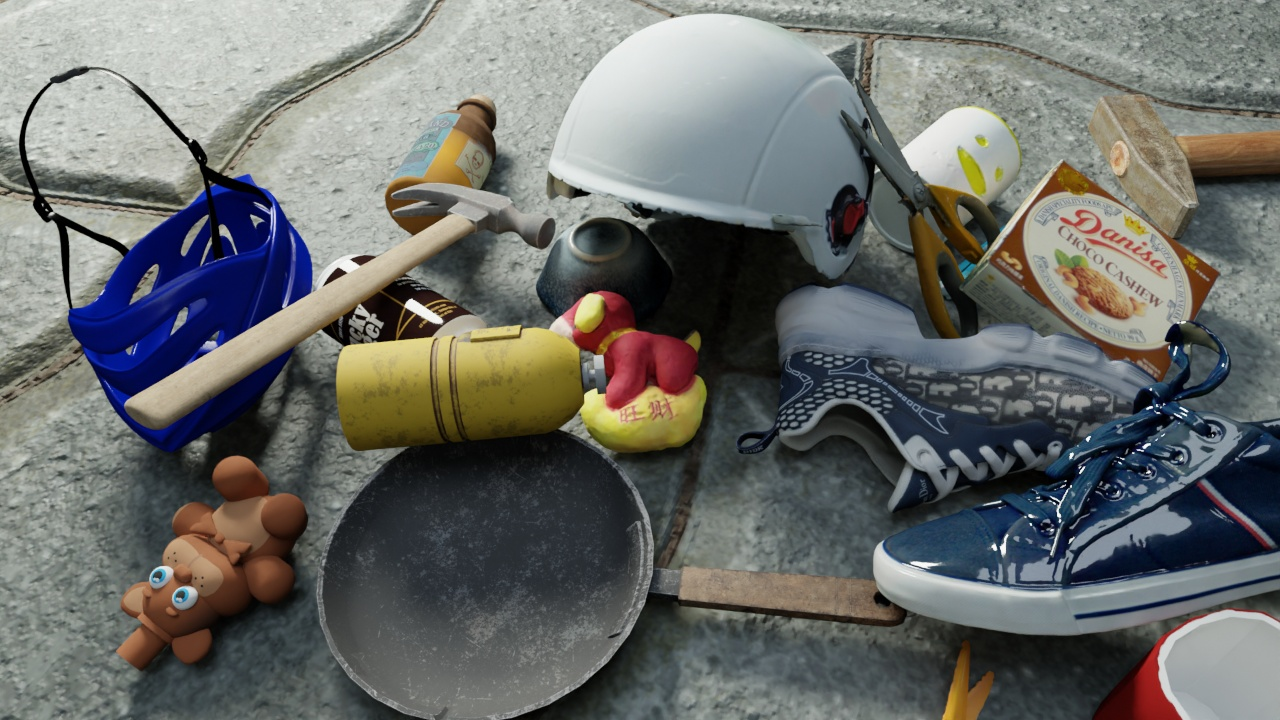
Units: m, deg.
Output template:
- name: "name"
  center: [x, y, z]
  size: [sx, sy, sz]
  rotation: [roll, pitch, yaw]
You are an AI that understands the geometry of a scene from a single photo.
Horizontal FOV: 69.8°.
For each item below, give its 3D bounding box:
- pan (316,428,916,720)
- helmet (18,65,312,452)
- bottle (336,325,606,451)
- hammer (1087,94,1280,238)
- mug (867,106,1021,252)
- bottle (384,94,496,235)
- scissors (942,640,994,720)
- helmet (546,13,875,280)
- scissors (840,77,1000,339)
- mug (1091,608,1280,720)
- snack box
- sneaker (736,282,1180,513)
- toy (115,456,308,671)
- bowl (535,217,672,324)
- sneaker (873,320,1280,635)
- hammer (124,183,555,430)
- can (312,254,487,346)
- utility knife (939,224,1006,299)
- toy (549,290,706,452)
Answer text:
- name: "pan"
  center: [-0.017, 0.134, 0.557]
  size: [0.357, 0.040, 0.207]
  rotation: [6, 50, 7]
- name: "helmet"
  center: [-0.330, -0.073, 0.628]
  size: [0.148, 0.228, 0.241]
  rotation: [-15, 44, 12]
- name: "bottle"
  center: [-0.105, 0.016, 0.595]
  size: [0.164, 0.071, 0.071]
  rotation: [-5, 49, -1]
- name: "hammer"
  center: [0.568, -0.177, 0.793]
  size: [0.301, 0.037, 0.157]
  rotation: [-3, 49, 1]
- name: "mug"
  center: [0.249, -0.149, 0.758]
  size: [0.106, 0.083, 0.082]
  rotation: [-38, 58, -25]
- name: "bottle"
  center: [-0.167, -0.182, 0.817]
  size: [0.068, 0.068, 0.156]
  rotation: [9, 50, 10]
- name: "scissors"
  center: [0.171, 0.210, 0.488]
  size: [0.132, 0.012, 0.084]
  rotation: [-31, 87, -41]
- name: "helmet"
  center: [0.060, -0.165, 0.667]
  size: [0.237, 0.164, 0.263]
  rotation: [19, 12, 26]
- name: "scissors"
  center: [0.200, -0.096, 0.650]
  size: [0.016, 0.225, 0.165]
  rotation: [-6, 64, 46]
- name: "mug"
  center: [0.300, 0.179, 0.461]
  size: [0.116, 0.097, 0.080]
  rotation: [-17, 51, -12]
- name: "snack box"
  center: [0.330, -0.058, 0.672]
  size: [0.143, 0.041, 0.146]
  rotation: [40, 59, 8]
- name: "sneaker"
  center: [0.202, 0.046, 0.598]
  size: [0.270, 0.103, 0.132]
  rotation: [16, 67, 17]
- name: "toy"
  center: [-0.266, 0.127, 0.560]
  size: [0.095, 0.065, 0.127]
  rotation: [30, 62, 18]
- name: "bowl"
  center: [-0.030, -0.078, 0.729]
  size: [0.110, 0.055, 0.110]
  rotation: [-2, 50, 2]
- name: "sneaker"
  center: [0.267, 0.060, 0.498]
  size: [0.295, 0.127, 0.120]
  rotation: [-13, 9, 5]
- name: "hammer"
  center: [-0.197, -0.046, 0.629]
  size: [0.119, 0.031, 0.330]
  rotation: [23, 42, 19]
- name: "can"
  center: [-0.177, -0.025, 0.680]
  size: [0.128, 0.072, 0.071]
  rotation: [30, 57, 25]
- name: "utility knife"
  center: [0.292, -0.096, 0.755]
  size: [0.022, 0.015, 0.158]
  rotation: [16, 46, 45]
- name: "toy"
  center: [-0.004, 0.004, 0.654]
  size: [0.105, 0.067, 0.137]
  rotation: [-24, 60, -14]
